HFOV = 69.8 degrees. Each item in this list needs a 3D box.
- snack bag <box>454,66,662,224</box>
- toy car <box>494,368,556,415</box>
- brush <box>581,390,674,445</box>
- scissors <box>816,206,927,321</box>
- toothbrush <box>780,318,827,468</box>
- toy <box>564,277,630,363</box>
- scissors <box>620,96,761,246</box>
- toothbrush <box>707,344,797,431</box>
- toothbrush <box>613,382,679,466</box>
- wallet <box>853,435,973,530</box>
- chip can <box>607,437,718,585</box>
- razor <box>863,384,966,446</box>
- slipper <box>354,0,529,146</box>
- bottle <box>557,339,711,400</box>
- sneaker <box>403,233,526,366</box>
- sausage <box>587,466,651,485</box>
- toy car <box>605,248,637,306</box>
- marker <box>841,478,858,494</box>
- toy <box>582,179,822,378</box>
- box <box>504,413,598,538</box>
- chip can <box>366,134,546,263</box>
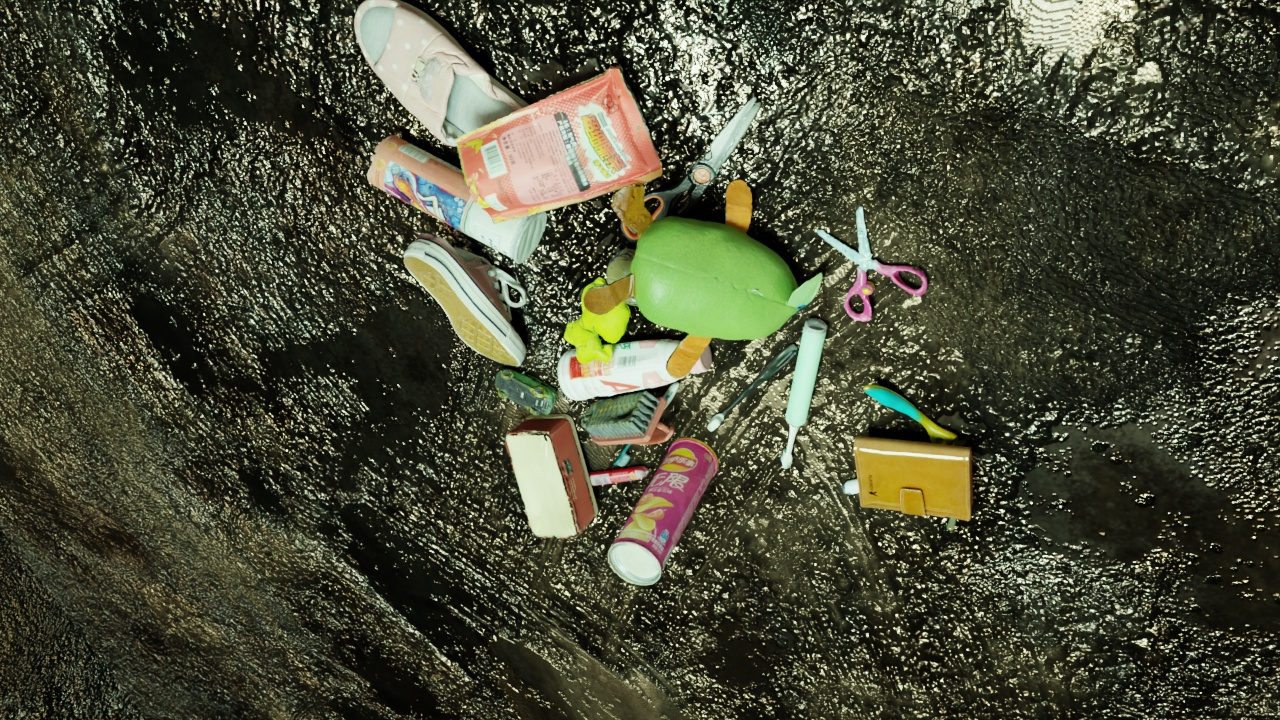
[{"bbox_3d":[-0.092,-0.229,1.014,0.208,0.073,0.129,-17,116,13],"label":"snack bag"},{"bbox_3d":[-0.159,0.041,1.275,0.091,0.036,0.043,25,131,8],"label":"toy car"},{"bbox_3d":[-0.019,0.085,1.205,0.069,0.063,0.146,38,153,-25],"label":"brush"},{"bbox_3d":[0.249,-0.102,0.981,0.125,0.017,0.133,3,120,28],"label":"scissors"},{"bbox_3d":[0.193,0.047,1.106,0.026,0.027,0.225,-4,127,-11],"label":"toothbrush"},{"bbox_3d":[-0.050,-0.047,1.137,0.100,0.031,0.096,-35,78,17],"label":"toy"},{"bbox_3d":[0.074,-0.190,1.011,0.236,0.021,0.136,-27,117,31],"label":"scissors"},{"bbox_3d":[0.136,0.035,1.135,0.015,0.018,0.182,41,130,0],"label":"toothbrush"},{"bbox_3d":[0.009,0.090,1.238,0.018,0.016,0.192,25,132,-12],"label":"toothbrush"},{"bbox_3d":[0.323,0.142,1.082,0.131,0.035,0.119,3,124,26],"label":"wallet"},{"bbox_3d":[0.032,0.187,1.165,0.071,0.209,0.071,14,127,19],"label":"chip can"},{"bbox_3d":[0.310,0.065,1.055,0.132,0.028,0.043,35,141,-7],"label":"razor"},{"bbox_3d":[-0.218,-0.306,1.048,0.274,0.054,0.114,39,131,-5],"label":"slipper"},{"bbox_3d":[-0.007,0.007,1.157,0.197,0.068,0.068,-9,118,27],"label":"bottle"},{"bbox_3d":[-0.208,-0.086,1.181,0.118,0.087,0.241,10,149,35],"label":"sneaker"},{"bbox_3d":[-0.049,0.168,1.320,0.156,0.020,0.020,-11,116,33],"label":"sausage"},{"bbox_3d":[0.035,-0.081,1.070,0.158,0.042,0.070,18,131,-6],"label":"toy car"},{"bbox_3d":[0.308,0.145,1.122,0.131,0.018,0.022,-21,121,36],"label":"marker"},{"bbox_3d":[0.067,-0.089,0.997,0.246,0.090,0.227,17,99,-15],"label":"toy"},{"bbox_3d":[-0.132,0.169,1.305,0.091,0.079,0.168,-4,109,30],"label":"box"},{"bbox_3d":[-0.223,-0.198,1.116,0.215,0.071,0.071,29,131,8],"label":"chip can"}]
